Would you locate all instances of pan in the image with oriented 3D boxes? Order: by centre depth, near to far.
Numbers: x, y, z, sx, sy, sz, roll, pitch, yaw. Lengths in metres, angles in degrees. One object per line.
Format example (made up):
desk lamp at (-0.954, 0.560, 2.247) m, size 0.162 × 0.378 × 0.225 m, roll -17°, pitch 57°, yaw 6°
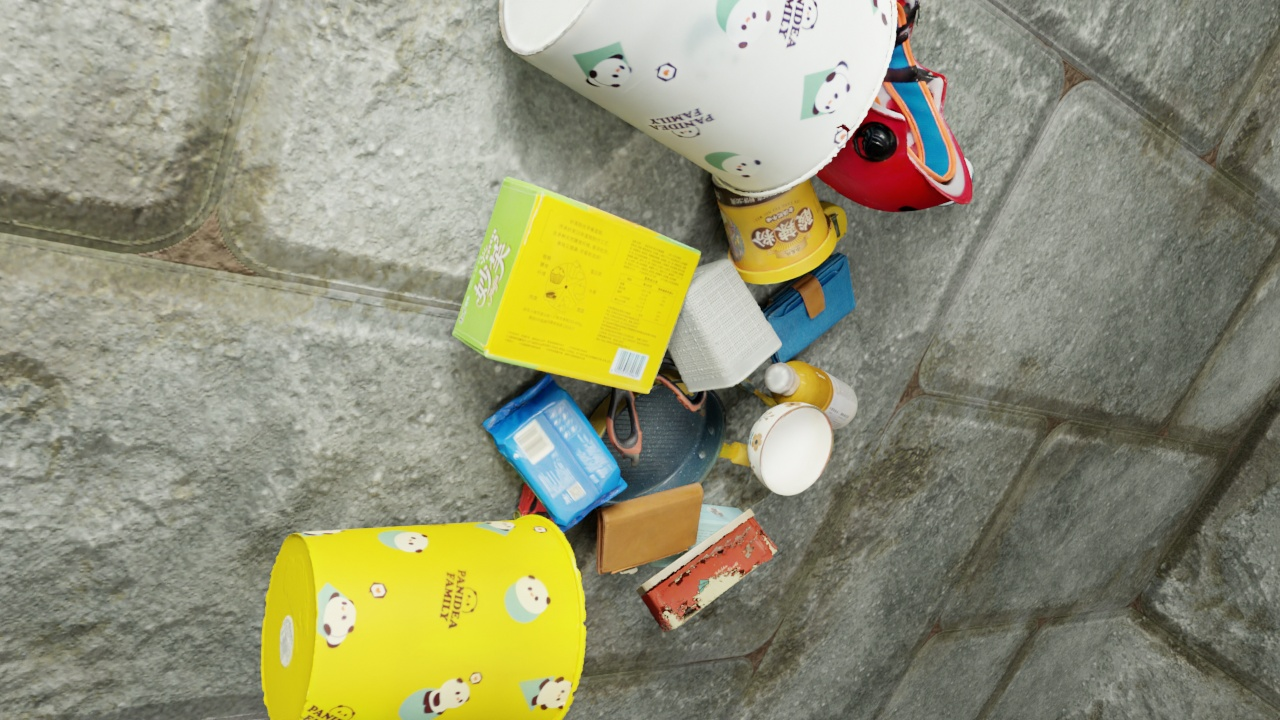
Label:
pan at (0.085, 0.114, 1.133) m, size 0.356 × 0.078 × 0.198 m, roll 3°, pitch 116°, yaw -38°

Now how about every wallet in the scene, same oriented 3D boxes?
wallet at (0.010, 0.204, 1.104) m, size 0.131 × 0.031 × 0.108 m, roll -12°, pitch 127°, yaw -22°
wallet at (0.209, -0.064, 1.141) m, size 0.133 × 0.040 × 0.106 m, roll -38°, pitch 138°, yaw -11°

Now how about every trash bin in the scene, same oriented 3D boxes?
trash bin at (0.039, -0.283, 0.749) m, size 0.251 × 0.229 × 0.230 m, roll 16°, pitch 107°, yaw -37°
trash bin at (-0.220, 0.265, 0.910) m, size 0.254 × 0.229 × 0.230 m, roll 8°, pitch 112°, yaw -35°

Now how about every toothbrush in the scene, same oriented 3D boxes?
toothbrush at (0.180, 0.061, 1.212) m, size 0.016 × 0.018 × 0.191 m, roll -52°, pitch 135°, yaw 5°

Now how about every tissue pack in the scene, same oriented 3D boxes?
tissue pack at (-0.089, 0.100, 0.982) m, size 0.095 × 0.052 × 0.157 m, roll -37°, pitch 106°, yaw -12°

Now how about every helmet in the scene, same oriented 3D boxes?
helmet at (0.217, -0.242, 0.900) m, size 0.240 × 0.144 × 0.206 m, roll 62°, pitch 37°, yaw -15°

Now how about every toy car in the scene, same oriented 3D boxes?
toy car at (-0.112, 0.158, 1.047) m, size 0.049 × 0.031 × 0.106 m, roll 0°, pitch 119°, yaw -36°

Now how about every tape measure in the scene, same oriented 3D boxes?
tape measure at (0.220, -0.159, 1.092) m, size 0.060 × 0.029 × 0.057 m, roll -33°, pitch 132°, yaw -16°

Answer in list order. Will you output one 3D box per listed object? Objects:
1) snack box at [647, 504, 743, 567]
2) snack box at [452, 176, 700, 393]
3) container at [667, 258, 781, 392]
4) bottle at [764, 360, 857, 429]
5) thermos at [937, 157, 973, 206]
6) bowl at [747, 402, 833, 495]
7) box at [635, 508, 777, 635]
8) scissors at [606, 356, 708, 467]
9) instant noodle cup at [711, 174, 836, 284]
snack box at (0.075, 0.233, 1.221) m, size 0.174 × 0.051 × 0.074 m, roll 14°, pitch 107°, yaw -42°
snack box at (-0.056, -0.066, 0.878) m, size 0.209 × 0.070 × 0.158 m, roll 14°, pitch 99°, yaw -42°
container at (0.076, -0.039, 0.988) m, size 0.090 × 0.090 × 0.114 m, roll -38°, pitch 105°, yaw -32°
bottle at (0.217, 0.042, 1.175) m, size 0.189 × 0.068 × 0.068 m, roll 23°, pitch 103°, yaw -53°
thermos at (0.305, -0.247, 1.074) m, size 0.224 × 0.073 × 0.073 m, roll 14°, pitch 108°, yaw -41°
bowl at (0.172, 0.100, 1.111) m, size 0.113 × 0.062 × 0.113 m, roll -10°, pitch 109°, yaw -29°
box at (0.086, 0.266, 1.133) m, size 0.168 × 0.080 × 0.091 m, roll -33°, pitch 169°, yaw -16°
scissors at (-0.008, 0.014, 0.999) m, size 0.188 × 0.015 × 0.227 m, roll -8°, pitch 105°, yaw -27°
instant noodle cup at (0.137, -0.161, 0.973) m, size 0.118 × 0.118 × 0.114 m, roll -35°, pitch 125°, yaw -14°
